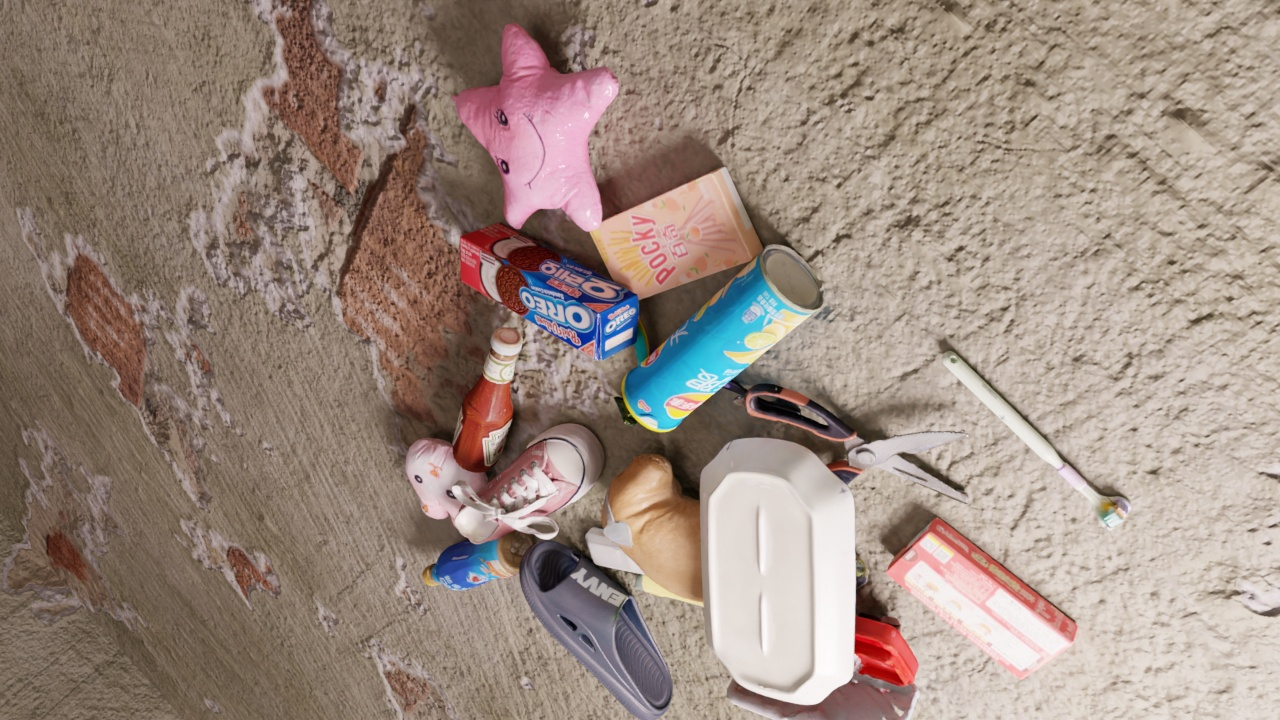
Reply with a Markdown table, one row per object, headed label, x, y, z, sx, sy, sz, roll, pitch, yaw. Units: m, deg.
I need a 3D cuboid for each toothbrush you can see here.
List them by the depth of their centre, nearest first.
| label | x | y | z | sx | sy | sz | roll | pitch | yaw |
| --- | --- | --- | --- | --- | --- | --- | --- | --- | --- |
| toothbrush | 0.315 | 0.060 | 0.740 | 0.189 | 0.029 | 0.020 | 45 | 174 | 7 |
| toothbrush | 0.074 | 0.017 | 0.898 | 0.189 | 0.016 | 0.014 | 24 | 125 | 27 |

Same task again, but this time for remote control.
| label | x | y | z | sx | sy | sz | roll | pitch | yaw |
| --- | --- | --- | --- | --- | --- | --- | --- | --- | --- |
| remote control | -0.010 | 0.228 | 1.077 | 0.125 | 0.024 | 0.049 | 1 | 117 | 35 |

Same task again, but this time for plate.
| label | x | y | z | sx | sy | sz | roll | pitch | yaw |
| --- | --- | --- | --- | --- | --- | --- | --- | --- | --- |
| plate | 0.121 | 0.206 | 0.869 | 0.162 | 0.034 | 0.266 | 6 | 104 | 33 |

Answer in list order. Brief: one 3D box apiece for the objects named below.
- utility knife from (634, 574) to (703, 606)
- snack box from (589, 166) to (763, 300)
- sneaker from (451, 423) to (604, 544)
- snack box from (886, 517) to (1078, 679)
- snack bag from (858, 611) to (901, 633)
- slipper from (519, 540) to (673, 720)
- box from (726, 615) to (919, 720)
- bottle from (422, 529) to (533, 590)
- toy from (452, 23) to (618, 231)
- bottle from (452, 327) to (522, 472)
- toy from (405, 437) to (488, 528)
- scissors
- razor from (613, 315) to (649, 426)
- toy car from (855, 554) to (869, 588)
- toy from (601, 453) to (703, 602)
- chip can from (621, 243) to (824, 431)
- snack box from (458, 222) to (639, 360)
| label | x | y | z | sx | sy | sz | roll | pitch | yaw |
| --- | --- | --- | --- | --- | --- | --- | --- | --- | --- |
| utility knife | 0.069 | 0.273 | 1.050 | 0.179 | 0.019 | 0.031 | 10 | 126 | 33 |
| snack box | 0.029 | -0.111 | 0.841 | 0.158 | 0.026 | 0.084 | -17 | 105 | 41 |
| sneaker | -0.142 | 0.159 | 1.072 | 0.242 | 0.087 | 0.118 | -35 | 95 | 31 |
| snack box | 0.308 | 0.217 | 0.835 | 0.153 | 0.025 | 0.075 | 38 | 133 | 12 |
| snack bag | 0.251 | 0.299 | 0.926 | 0.045 | 0.026 | 0.105 | 0 | 114 | 44 |
| slipper | -0.033 | 0.313 | 1.103 | 0.083 | 0.110 | 0.268 | -34 | 100 | 28 |
| box | 0.166 | 0.304 | 0.913 | 0.201 | 0.100 | 0.095 | 0 | 134 | 46 |
| bottle | -0.227 | 0.272 | 1.237 | 0.219 | 0.065 | 0.065 | -25 | 100 | 43 |
| toy | -0.103 | -0.204 | 0.848 | 0.178 | 0.074 | 0.195 | 28 | 131 | 21 |
| bottle | -0.174 | 0.047 | 1.066 | 0.060 | 0.059 | 0.207 | 35 | 131 | 14 |
| toy | -0.251 | 0.167 | 1.200 | 0.121 | 0.054 | 0.160 | 20 | 134 | 17 |
| scissors | 0.187 | 0.081 | 0.835 | 0.189 | 0.015 | 0.226 | 48 | 136 | -10 |
| razor | -0.005 | 0.005 | 0.929 | 0.043 | 0.028 | 0.133 | -110 | 20 | -48 |
| toy car | 0.185 | 0.188 | 0.901 | 0.090 | 0.035 | 0.042 | 42 | 135 | 0 |
| toy | 0.060 | 0.195 | 0.967 | 0.226 | 0.082 | 0.144 | 32 | 131 | 15 |
| chip can | 0.069 | -0.015 | 0.830 | 0.071 | 0.071 | 0.211 | 49 | 130 | 2 |
| snack box | -0.094 | -0.072 | 0.913 | 0.207 | 0.058 | 0.057 | 30 | 131 | 32 |
